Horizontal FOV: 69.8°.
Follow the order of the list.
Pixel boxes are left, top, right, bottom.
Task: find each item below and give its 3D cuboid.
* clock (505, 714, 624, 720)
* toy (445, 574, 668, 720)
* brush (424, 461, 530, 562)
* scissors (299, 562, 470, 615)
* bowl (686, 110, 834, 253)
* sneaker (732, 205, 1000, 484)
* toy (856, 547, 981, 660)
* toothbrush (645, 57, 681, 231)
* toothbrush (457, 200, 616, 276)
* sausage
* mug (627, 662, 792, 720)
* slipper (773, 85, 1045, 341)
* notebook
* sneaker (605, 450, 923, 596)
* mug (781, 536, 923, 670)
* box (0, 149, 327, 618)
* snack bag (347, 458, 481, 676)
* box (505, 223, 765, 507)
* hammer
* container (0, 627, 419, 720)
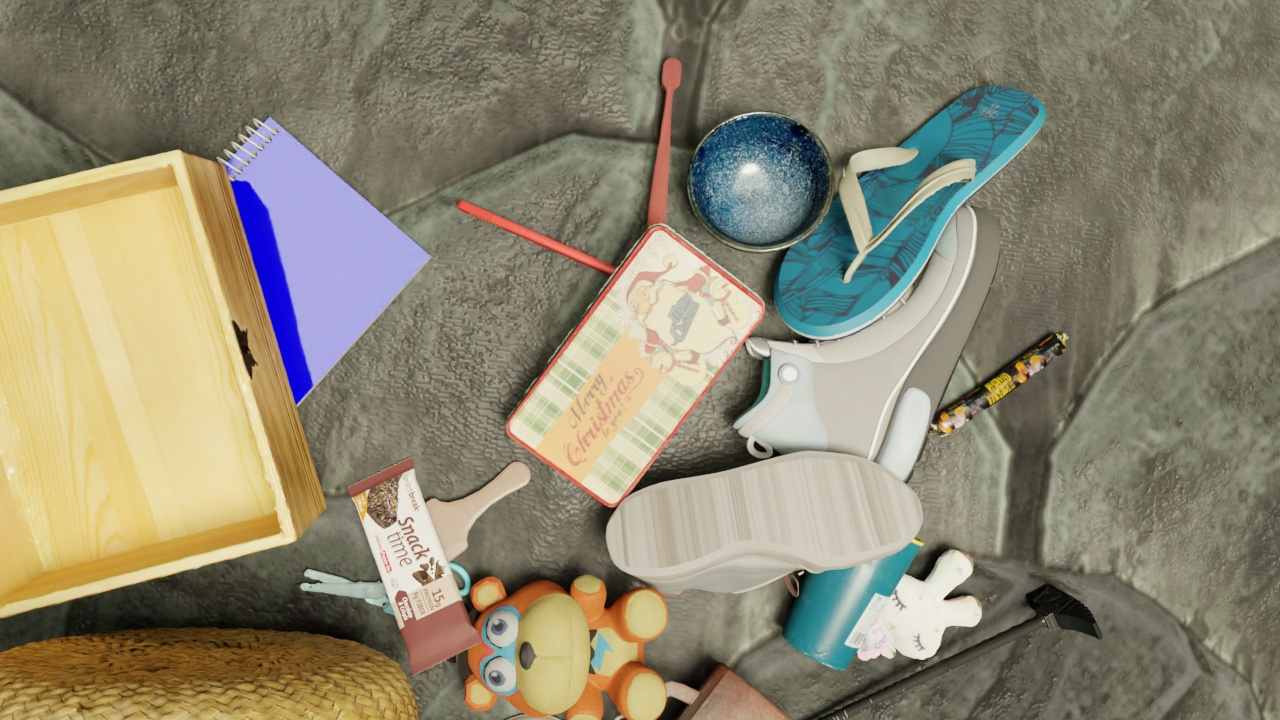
[{"bbox_3d":[-0.068,0.328,0.719,0.157,0.061,0.103,-31,94,-5],"label":"clock"},{"bbox_3d":[-0.065,0.222,0.706,0.176,0.096,0.112,-3,80,18],"label":"toy"},{"bbox_3d":[-0.146,0.126,0.735,0.135,0.015,0.050,-35,81,-13],"label":"brush"},{"bbox_3d":[-0.200,0.178,0.728,0.141,0.015,0.076,21,88,-12],"label":"scissors"},{"bbox_3d":[0.096,-0.137,0.742,0.114,0.061,0.114,0,84,4],"label":"bowl"},{"bbox_3d":[0.178,-0.026,0.748,0.160,0.093,0.256,22,85,2],"label":"sneaker"},{"bbox_3d":[0.232,0.212,0.771,0.122,0.038,0.079,-28,100,-4],"label":"toy"},{"bbox_3d":[0.016,-0.154,0.752,0.016,0.016,0.189,6,85,-7],"label":"toothbrush"},{"bbox_3d":[-0.051,-0.080,0.750,0.212,0.012,0.018,23,86,-6],"label":"toothbrush"},{"bbox_3d":[0.310,0.022,0.791,0.155,0.020,0.020,-33,93,-6],"label":"sausage"},{"bbox_3d":[0.052,0.295,0.717,0.123,0.096,0.110,42,73,-5],"label":"mug"},{"bbox_3d":[0.208,-0.137,0.734,0.294,0.118,0.060,-44,133,-12],"label":"slipper"},{"bbox_3d":[-0.299,-0.060,0.715,0.171,0.022,0.209,41,85,-7],"label":"notebook"},{"bbox_3d":[0.096,0.136,0.719,0.236,0.089,0.099,-7,64,9],"label":"sneaker"},{"bbox_3d":[0.168,0.183,0.747,0.078,0.078,0.121,26,90,-6],"label":"mug"},{"bbox_3d":[-0.398,0.036,0.531,0.286,0.336,0.279,-14,99,-2],"label":"box"},{"bbox_3d":[-0.175,0.154,0.702,0.057,0.013,0.157,-24,68,-5],"label":"snack bag"},{"bbox_3d":[-0.004,0.004,0.721,0.117,0.051,0.205,38,96,-5],"label":"box"},{"bbox_3d":[0.216,0.271,0.755,0.325,0.095,0.015,-25,92,0],"label":"hammer"},{"bbox_3d":[-0.294,0.279,0.576,0.307,0.307,0.196,2,81,-7],"label":"container"}]
